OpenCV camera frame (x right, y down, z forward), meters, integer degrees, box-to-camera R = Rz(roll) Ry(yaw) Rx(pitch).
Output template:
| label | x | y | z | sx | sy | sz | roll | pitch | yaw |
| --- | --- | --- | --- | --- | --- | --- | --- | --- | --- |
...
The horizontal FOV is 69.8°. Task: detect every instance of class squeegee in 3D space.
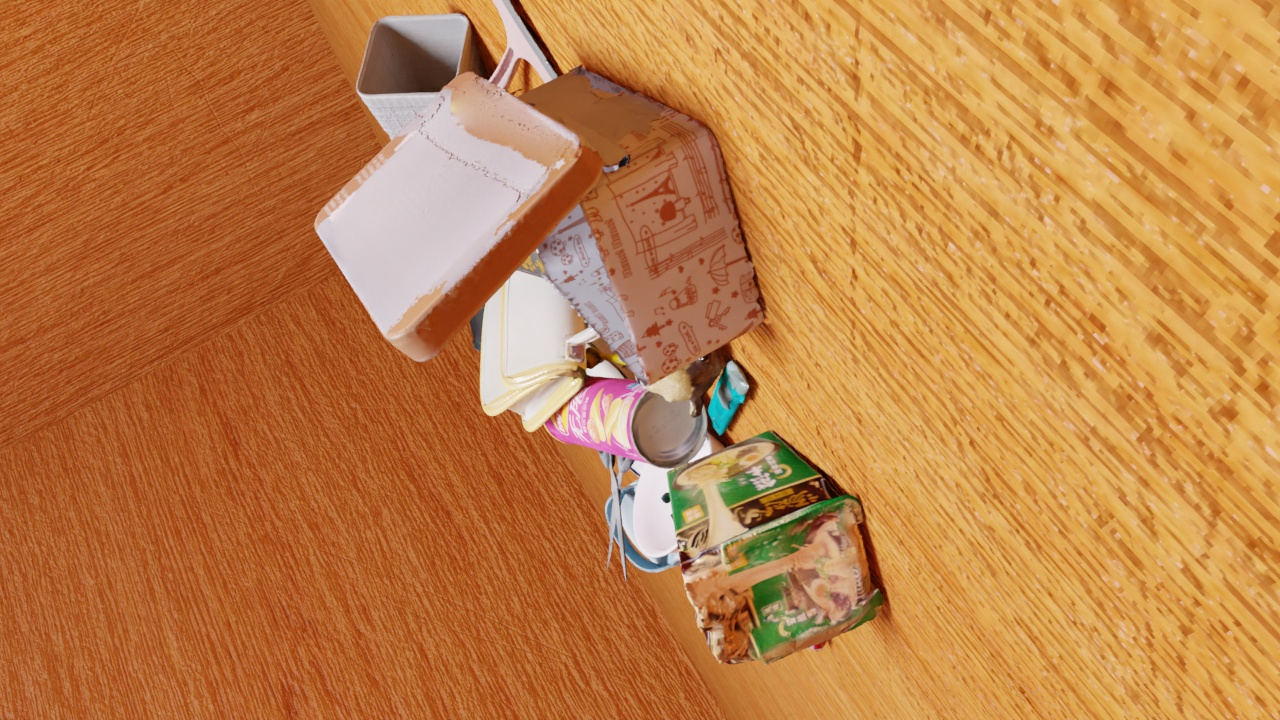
| label | x | y | z | sx | sy | sz | roll | pitch | yaw |
| --- | --- | --- | --- | --- | --- | --- | --- | --- | --- |
| squeegee | -0.134 | -0.198 | 0.726 | 0.247 | 0.040 | 0.250 | 58 | 142 | 1 |

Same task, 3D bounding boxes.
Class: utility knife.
| label | x | y | z | sx | sy | sz | roll | pitch | yaw |
| --- | --- | --- | --- | --- | --- | --- | --- | --- | --- |
| utility knife | 0.061 | 0.031 | 0.667 | 0.157 | 0.013 | 0.029 | 94 | 153 | -73 |

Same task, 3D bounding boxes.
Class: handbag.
| label | x | y | z | sx | sy | sz | roll | pitch | yaw |
| --- | --- | --- | --- | --- | --- | --- | --- | --- | --- |
| handbag | -0.083 | -0.041 | 0.846 | 0.063 | 0.179 | 0.163 | 22 | -133 | -32 |

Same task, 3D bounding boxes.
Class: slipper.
| label | x | y | z | sx | sy | sz | roll | pitch | yaw |
| --- | --- | --- | --- | --- | --- | --- | --- | --- | --- |
| slipper | 0.010 | 0.172 | 0.952 | 0.104 | 0.074 | 0.246 | 62 | 165 | 9 |

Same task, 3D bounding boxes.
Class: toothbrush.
| label | x | y | z | sx | sy | sz | roll | pitch | yaw |
| --- | --- | --- | --- | --- | --- | --- | --- | --- | --- |
| toothbrush | -0.005 | 0.005 | 0.779 | 0.190 | 0.016 | 0.016 | 9 | 134 | 59 |

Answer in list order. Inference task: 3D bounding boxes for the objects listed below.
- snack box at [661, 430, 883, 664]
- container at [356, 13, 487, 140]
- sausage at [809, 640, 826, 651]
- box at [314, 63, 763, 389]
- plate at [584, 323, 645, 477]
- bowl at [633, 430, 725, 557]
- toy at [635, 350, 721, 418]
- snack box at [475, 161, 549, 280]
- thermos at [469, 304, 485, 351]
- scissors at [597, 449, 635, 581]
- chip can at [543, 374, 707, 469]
| label | x | y | z | sx | sy | sz | roll | pitch | yaw |
| --- | --- | --- | --- | --- | --- | --- | --- | --- | --- |
| snack box | 0.078 | 0.113 | 0.598 | 0.105 | 0.117 | 0.118 | -114 | 3 | -54 |
| container | -0.186 | -0.238 | 0.832 | 0.114 | 0.090 | 0.090 | 72 | -158 | -64 |
| sausage | 0.137 | 0.202 | 0.768 | 0.020 | 0.020 | 0.156 | 49 | 165 | 47 |
| box | -0.067 | -0.063 | 0.510 | 0.183 | 0.192 | 0.156 | 46 | 164 | 52 |
| plate | -0.021 | 0.045 | 0.977 | 0.162 | 0.034 | 0.266 | 39 | 161 | 28 |
| bowl | 0.051 | 0.115 | 0.773 | 0.064 | 0.118 | 0.118 | 21 | -174 | -23 |
| toy | 0.001 | -0.022 | 0.660 | 0.157 | 0.066 | 0.105 | 43 | 143 | 47 |
| snack box | -0.093 | -0.130 | 0.798 | 0.126 | 0.053 | 0.113 | 18 | 142 | 46 |
| thermos | -0.160 | -0.130 | 0.961 | 0.090 | 0.068 | 0.243 | 12 | 118 | 44 |
| scissors | -0.023 | 0.124 | 0.919 | 0.160 | 0.014 | 0.175 | 113 | 147 | -43 |
| chip can | -0.022 | 0.049 | 0.811 | 0.071 | 0.071 | 0.211 | 62 | 159 | -14 |
